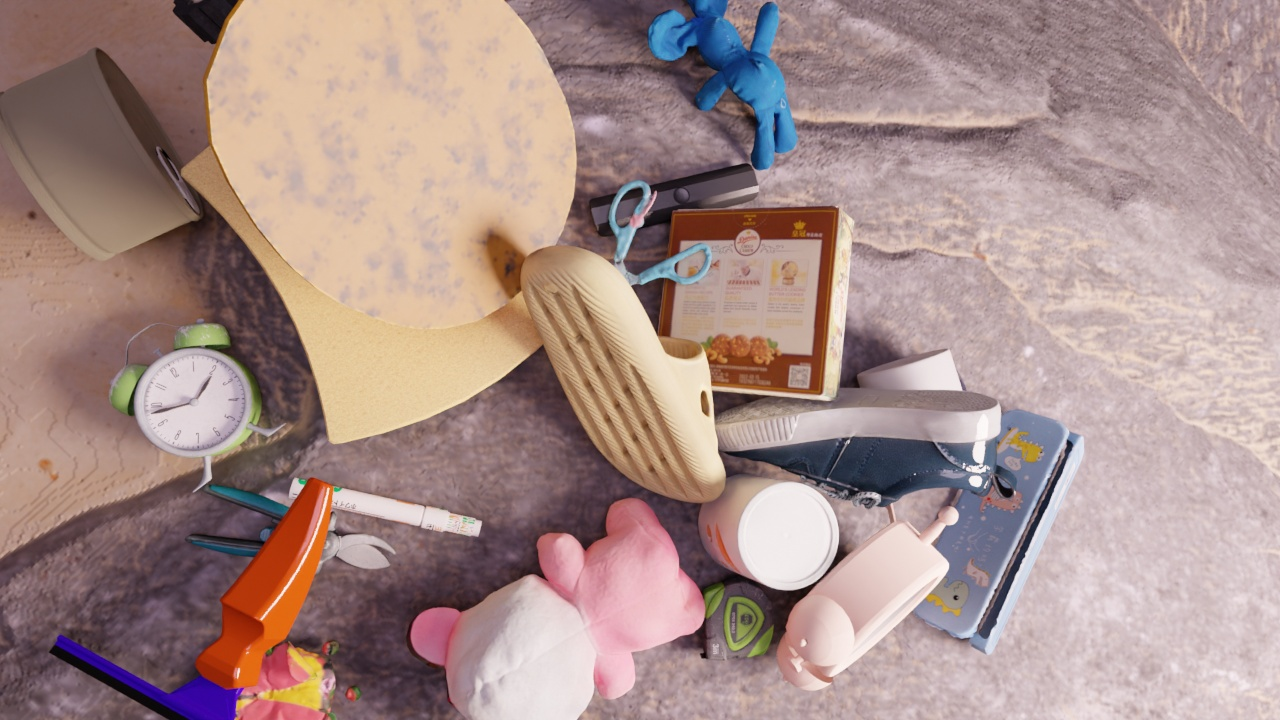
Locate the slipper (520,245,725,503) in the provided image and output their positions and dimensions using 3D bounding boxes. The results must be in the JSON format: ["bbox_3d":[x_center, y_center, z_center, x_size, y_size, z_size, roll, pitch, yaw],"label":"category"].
[{"bbox_3d":[-0.004,0.004,0.681,0.079,0.111,0.261,-61,140,-33],"label":"slipper"}]

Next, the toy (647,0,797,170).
[{"bbox_3d":[0.072,-0.244,0.768,0.112,0.071,0.176,-35,93,-23],"label":"toy"}]

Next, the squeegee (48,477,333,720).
[{"bbox_3d":[-0.268,0.171,0.653,0.250,0.055,0.184,21,78,14],"label":"squeegee"}]

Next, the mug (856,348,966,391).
[{"bbox_3d":[0.247,0.044,0.782,0.111,0.079,0.097,-17,89,-40],"label":"mug"}]

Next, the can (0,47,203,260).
[{"bbox_3d":[-0.373,-0.141,0.637,0.073,0.128,0.128,-29,92,-11],"label":"can"}]

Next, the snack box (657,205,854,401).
[{"bbox_3d":[0.088,-0.047,0.728,0.143,0.041,0.147,4,85,28],"label":"snack box"}]

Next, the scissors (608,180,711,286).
[{"bbox_3d":[0.002,-0.071,0.740,0.120,0.015,0.138,21,97,17],"label":"scissors"}]

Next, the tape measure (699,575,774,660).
[{"bbox_3d":[0.079,0.210,0.752,0.058,0.036,0.065,2,89,-2],"label":"tape measure"}]

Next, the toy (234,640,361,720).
[{"bbox_3d":[-0.266,0.249,0.675,0.103,0.046,0.084,-26,99,-6],"label":"toy"}]

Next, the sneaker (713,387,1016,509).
[{"bbox_3d":[0.167,0.072,0.721,0.236,0.089,0.087,-1,102,25],"label":"sneaker"}]

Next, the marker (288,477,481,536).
[{"bbox_3d":[-0.196,0.115,0.711,0.145,0.017,0.017,14,83,-10],"label":"marker"}]

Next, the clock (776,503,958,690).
[{"bbox_3d":[0.170,0.181,0.726,0.160,0.131,0.086,-41,65,-20],"label":"clock"}]

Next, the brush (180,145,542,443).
[{"bbox_3d":[-0.193,-0.080,0.695,0.195,0.075,0.250,-29,92,-12],"label":"brush"}]

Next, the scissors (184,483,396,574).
[{"bbox_3d":[-0.268,0.135,0.694,0.149,0.019,0.131,-30,94,-13],"label":"scissors"}]

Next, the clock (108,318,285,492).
[{"bbox_3d":[-0.330,0.026,0.677,0.094,0.043,0.119,-37,94,-13],"label":"clock"}]

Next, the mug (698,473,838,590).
[{"bbox_3d":[0.098,0.133,0.724,0.082,0.105,0.082,1,86,-11],"label":"mug"}]

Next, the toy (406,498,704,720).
[{"bbox_3d":[-0.057,0.206,0.699,0.213,0.084,0.142,-28,92,-15],"label":"toy"}]

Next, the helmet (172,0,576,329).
[{"bbox_3d":[-0.170,-0.145,0.583,0.205,0.131,0.255,-54,138,-11],"label":"helmet"}]

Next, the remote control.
[{"bbox_3d":[0.029,-0.136,0.775,0.146,0.015,0.033,-15,89,-12],"label":"remote control"}]

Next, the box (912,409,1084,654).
[{"bbox_3d":[0.311,0.146,0.806,0.079,0.072,0.210,23,78,30],"label":"box"}]
